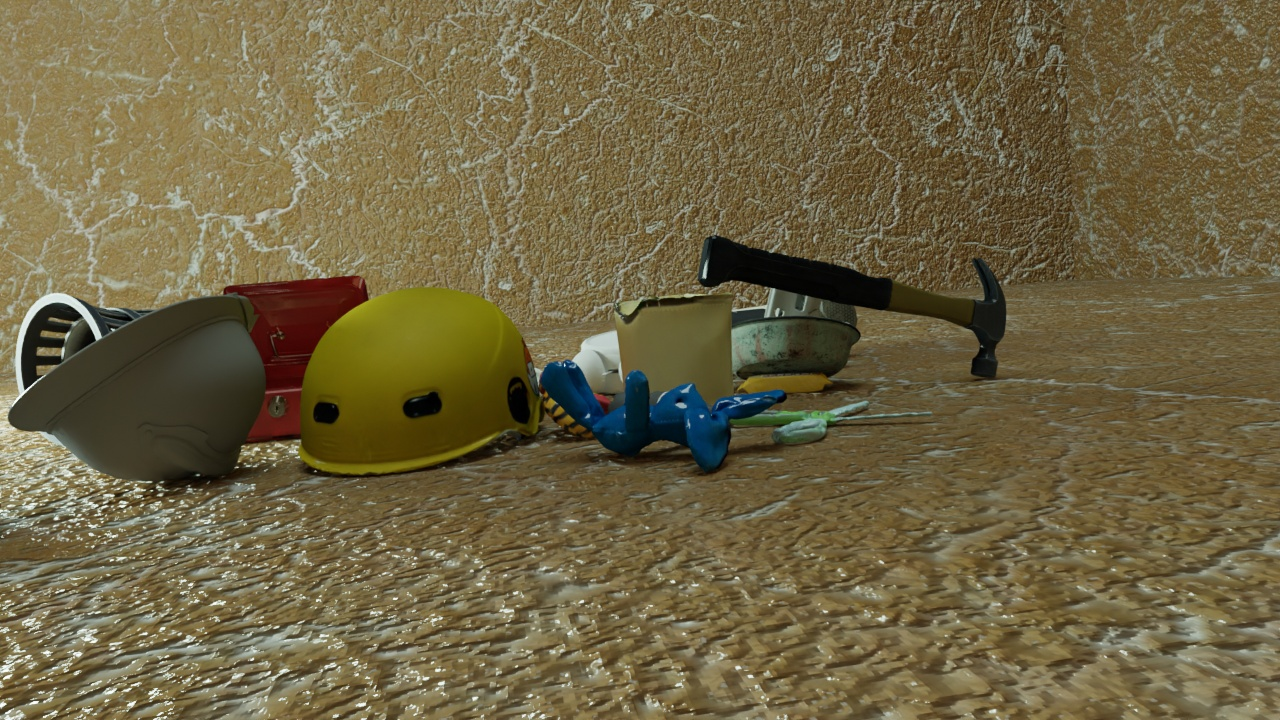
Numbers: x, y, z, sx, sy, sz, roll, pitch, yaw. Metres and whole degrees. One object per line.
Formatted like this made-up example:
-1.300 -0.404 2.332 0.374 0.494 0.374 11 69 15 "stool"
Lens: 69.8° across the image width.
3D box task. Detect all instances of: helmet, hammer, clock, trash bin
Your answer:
-0.196 0.007 0.800 0.209 0.139 0.239 -4 6 6 "helmet"
0.217 -0.070 0.902 0.332 0.118 0.025 11 -2 -16 "hammer"
-0.371 0.043 0.749 0.183 0.117 0.271 -36 3 -5 "helmet"
-0.007 0.006 1.098 0.125 0.073 0.160 -2 13 22 "clock"
-0.577 0.004 1.094 0.164 0.164 0.227 -2 2 27 "trash bin"

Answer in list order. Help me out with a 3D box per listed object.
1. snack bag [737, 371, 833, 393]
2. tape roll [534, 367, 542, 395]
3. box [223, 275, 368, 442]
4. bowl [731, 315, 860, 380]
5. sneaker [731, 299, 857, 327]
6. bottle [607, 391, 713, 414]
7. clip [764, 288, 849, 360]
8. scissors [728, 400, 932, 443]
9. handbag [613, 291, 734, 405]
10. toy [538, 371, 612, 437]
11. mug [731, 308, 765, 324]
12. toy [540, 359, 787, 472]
0.152 0.024 0.963 0.099 0.020 0.026 -3 7 16 "snack bag"
-0.156 0.028 1.080 0.093 0.013 0.093 1 22 -1 "tape roll"
-0.364 0.020 0.970 0.157 0.154 0.168 -7 36 -5 "box"
0.155 -0.006 0.982 0.157 0.038 0.157 1 -15 0 "bowl"
0.185 -0.037 1.311 0.242 0.089 0.102 -8 -3 8 "sneaker"
0.024 0.044 0.762 0.110 0.036 0.036 -1 7 36 "bottle"
0.196 -0.039 1.131 0.073 0.124 0.142 6 -14 46 "clip"
0.149 0.049 0.750 0.172 0.022 0.173 -5 0 20 "scissors"
0.030 -0.005 0.844 0.111 0.119 0.081 -9 9 -40 "handbag"
-0.056 0.038 0.815 0.084 0.046 0.103 36 8 -3 "toy"
0.132 -0.028 1.183 0.087 0.078 0.114 -7 -7 -24 "mug"
0.010 0.040 0.667 0.176 0.071 0.112 8 11 17 "toy"
